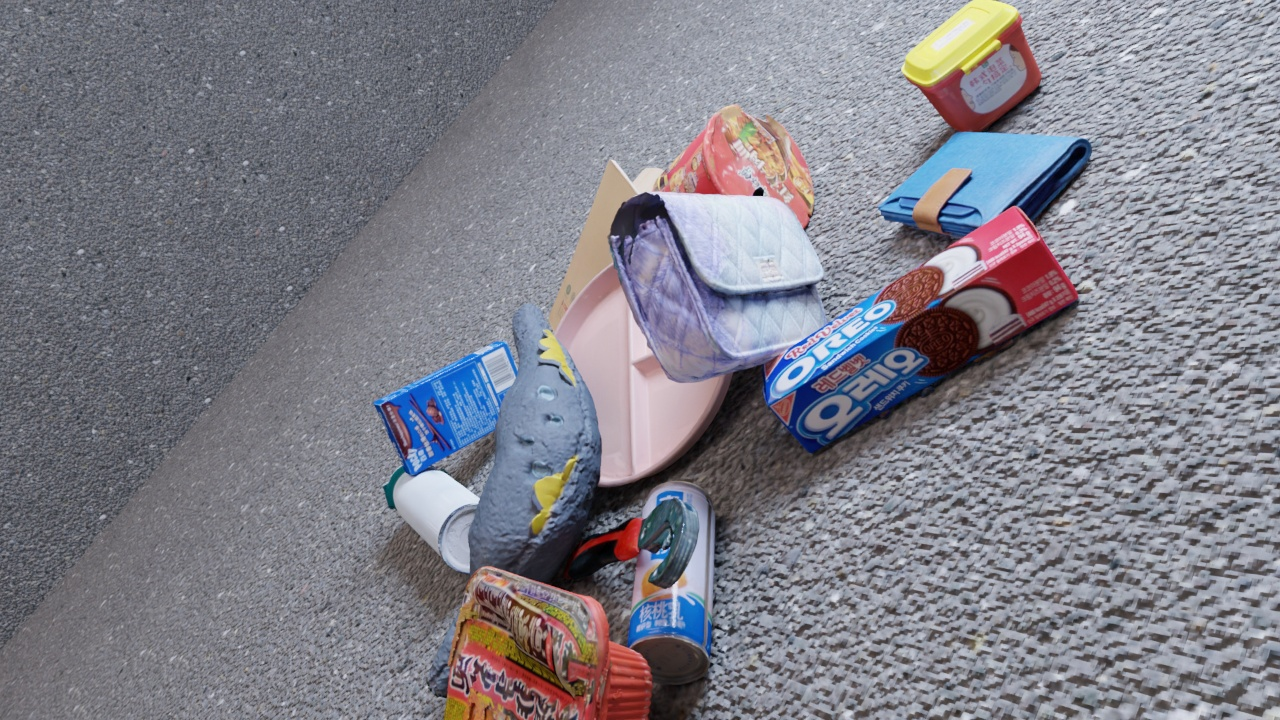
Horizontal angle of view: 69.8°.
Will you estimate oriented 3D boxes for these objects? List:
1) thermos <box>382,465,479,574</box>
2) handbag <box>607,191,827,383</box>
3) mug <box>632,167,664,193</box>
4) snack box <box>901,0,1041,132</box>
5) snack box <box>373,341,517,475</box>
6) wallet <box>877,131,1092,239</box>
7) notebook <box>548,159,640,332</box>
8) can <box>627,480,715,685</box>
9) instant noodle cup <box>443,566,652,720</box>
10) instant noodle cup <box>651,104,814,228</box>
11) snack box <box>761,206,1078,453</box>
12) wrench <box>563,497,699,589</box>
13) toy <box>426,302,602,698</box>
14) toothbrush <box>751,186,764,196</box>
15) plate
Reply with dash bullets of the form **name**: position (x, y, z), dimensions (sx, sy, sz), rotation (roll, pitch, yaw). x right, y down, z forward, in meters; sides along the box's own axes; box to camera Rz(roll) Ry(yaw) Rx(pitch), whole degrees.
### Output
- **thermos**: position (-0.203, 0.151, 0.939), dimensions (0.073, 0.073, 0.224), rotation (-52, 26, -13)
- **handbag**: position (0.070, -0.062, 0.692), dimensions (0.076, 0.134, 0.193), rotation (-27, -7, 34)
- **mug**: position (0.000, -0.152, 1.074), dimensions (0.103, 0.084, 0.125), rotation (-54, 1, -19)
- **snack box**: position (0.283, -0.245, 0.775), dimensions (0.091, 0.080, 0.082), rotation (-38, 26, 14)
- **snack box**: position (-0.198, 0.049, 0.987), dimensions (0.156, 0.084, 0.026), rotation (-29, 17, -30)
- **wallet**: position (0.259, -0.136, 0.706), dimensions (0.106, 0.040, 0.133), rotation (-43, 25, -5)
- **notebook**: position (-0.046, -0.094, 0.983), dimensions (0.208, 0.008, 0.147), rotation (-66, 31, 25)
- **can**: position (0.023, 0.147, 0.624), dimensions (0.053, 0.053, 0.134), rotation (-31, 30, 27)
- **instant noodle cup**: position (-0.061, 0.229, 0.558), dimensions (0.165, 0.079, 0.188), rotation (-1, 77, 54)
- **instant noodle cup**: position (0.084, -0.161, 0.900), dimensions (0.109, 0.138, 0.137), rotation (-28, 30, 49)
- **snack box**: position (0.181, -0.016, 0.623), dimensions (0.208, 0.058, 0.057), rotation (-34, 25, 22)
- **wrench**: position (-0.014, 0.132, 0.641), dimensions (0.056, 0.016, 0.274), rotation (-66, 11, -20)
- **toy**: position (-0.096, 0.102, 0.770), dimensions (0.138, 0.091, 0.355), rotation (-10, 59, 40)
- **toothbrush**: position (0.080, -0.106, 0.855), dimensions (0.017, 0.014, 0.190), rotation (-47, -6, -30)
- **plate**: position (-0.005, 0.005, 0.824), dimensions (0.230, 0.028, 0.229), rotation (-21, 56, 35)
